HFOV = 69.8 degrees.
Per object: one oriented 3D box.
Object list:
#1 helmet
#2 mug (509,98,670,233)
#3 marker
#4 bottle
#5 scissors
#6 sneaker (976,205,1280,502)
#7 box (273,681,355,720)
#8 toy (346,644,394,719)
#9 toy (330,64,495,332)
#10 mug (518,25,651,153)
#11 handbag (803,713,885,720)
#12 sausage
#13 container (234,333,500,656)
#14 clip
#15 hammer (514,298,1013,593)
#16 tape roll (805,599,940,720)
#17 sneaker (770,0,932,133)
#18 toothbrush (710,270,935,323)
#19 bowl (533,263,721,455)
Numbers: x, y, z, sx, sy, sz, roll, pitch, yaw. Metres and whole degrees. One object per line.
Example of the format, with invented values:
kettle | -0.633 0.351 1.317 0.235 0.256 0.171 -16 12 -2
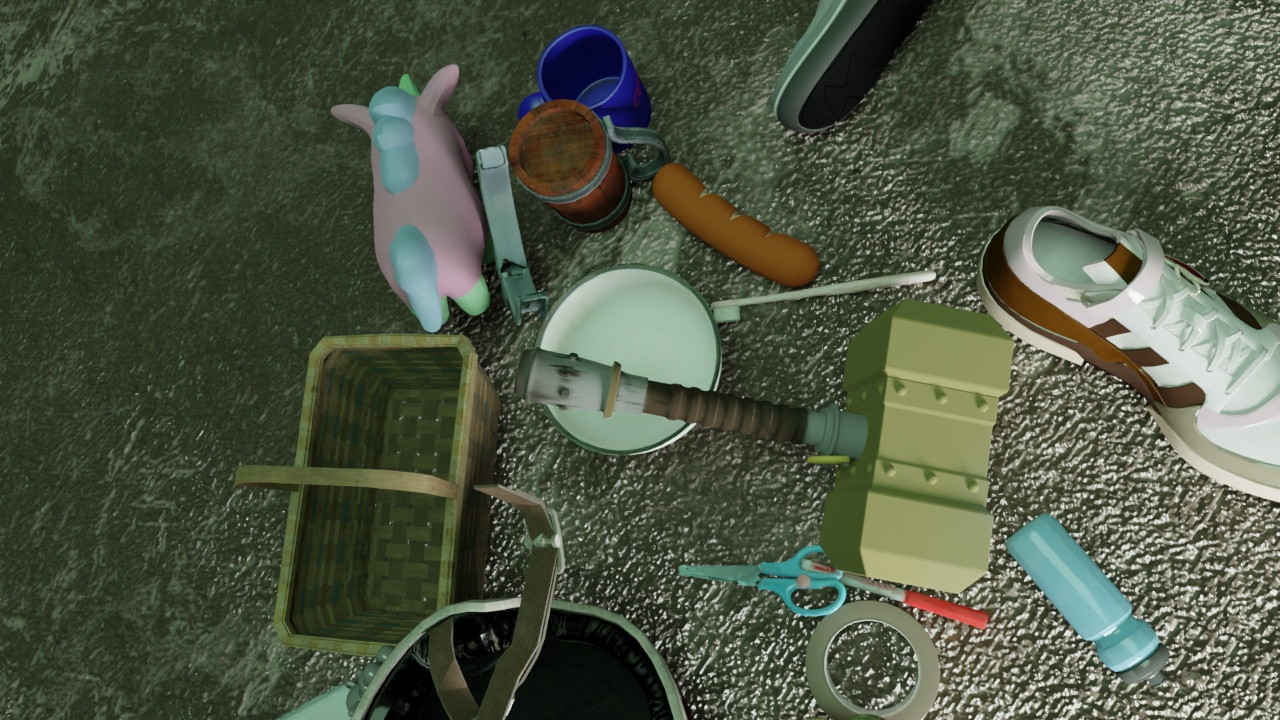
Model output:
helmet | -0.079 0.263 0.612 0.234 0.253 0.233 -32 51 22
mug | -0.037 -0.165 0.771 0.117 0.111 0.081 -24 72 9
marker | 0.185 0.172 0.686 0.142 0.013 0.012 14 82 18
bottle | 0.312 0.168 0.636 0.040 0.040 0.130 -38 71 4
scissors | 0.090 0.165 0.703 0.136 0.015 0.055 0 59 23
sneaker | 0.371 -0.017 0.621 0.294 0.116 0.111 41 91 20
box | -0.318 0.359 0.735 0.211 0.105 0.129 -32 68 6
toy | -0.202 0.250 0.676 0.030 0.049 0.112 30 126 4
toy | -0.184 -0.134 0.774 0.120 0.171 0.221 -15 41 12
mug | -0.053 -0.227 0.804 0.111 0.083 0.079 -25 72 9
handbag | 0.129 0.314 0.619 0.113 0.116 0.187 15 120 9
sausage | 0.076 -0.111 0.766 0.164 0.039 0.044 36 89 20
container | -0.206 0.100 0.718 0.158 0.186 0.249 0 78 15
clip | -0.106 -0.106 0.736 0.031 0.169 0.164 -12 99 -12
hammer | 0.074 0.038 0.646 0.325 0.101 0.190 11 80 -2
tape roll | 0.169 0.223 0.669 0.094 0.030 0.093 -4 77 15
sneaker | 0.160 -0.323 0.773 0.160 0.093 0.256 39 91 28
toothbrush | 0.147 -0.052 0.746 0.181 0.015 0.018 -9 82 14
bowl | -0.004 0.004 0.744 0.153 0.073 0.153 -4 76 15
